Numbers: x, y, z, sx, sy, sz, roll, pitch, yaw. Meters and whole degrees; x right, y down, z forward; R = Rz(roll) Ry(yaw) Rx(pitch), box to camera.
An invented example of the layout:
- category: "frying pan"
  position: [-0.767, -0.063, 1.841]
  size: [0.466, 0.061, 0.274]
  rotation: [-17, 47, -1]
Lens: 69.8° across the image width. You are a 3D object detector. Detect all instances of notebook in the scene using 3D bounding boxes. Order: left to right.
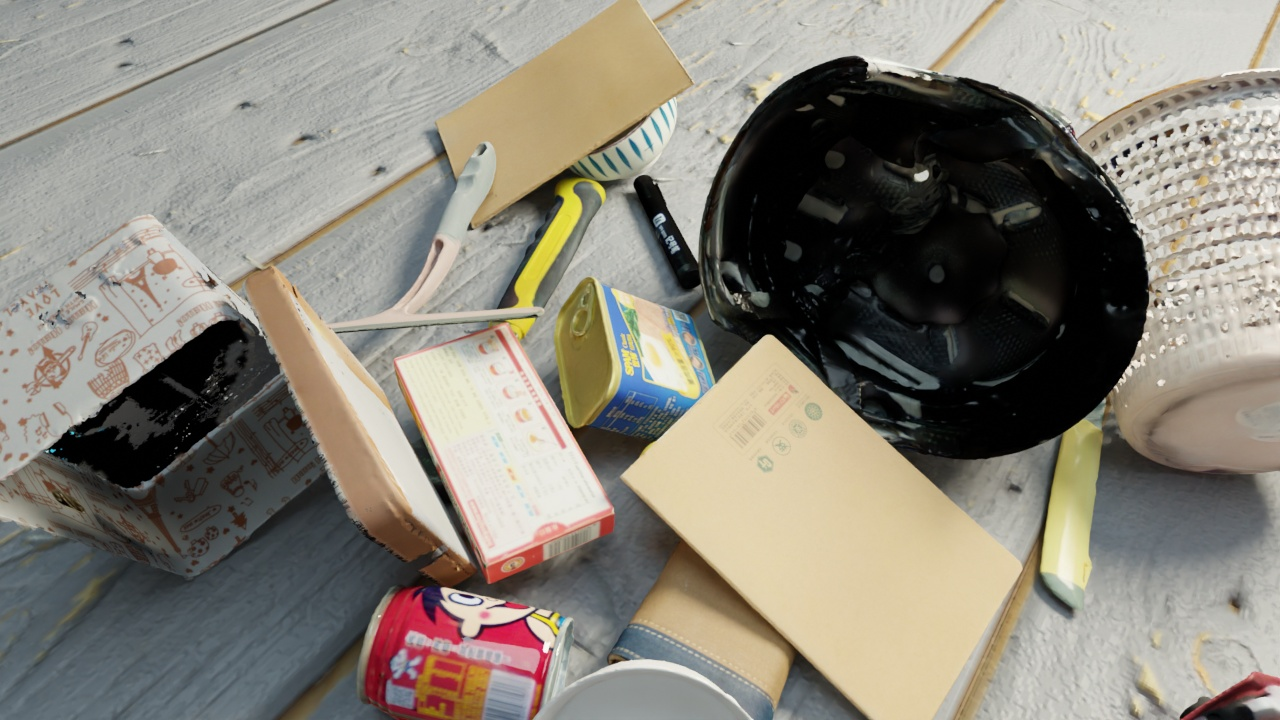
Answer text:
- category: "notebook"
  position: [-0.072, -0.213, 0.770]
  size: [0.212, 0.012, 0.149]
  rotation: [-31, 51, 9]
- category: "notebook"
  position: [0.109, 0.094, 0.525]
  size: [0.207, 0.008, 0.147]
  rotation: [43, 57, 8]

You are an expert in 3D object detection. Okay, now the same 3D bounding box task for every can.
- category: "can"
  position: [-0.086, 0.151, 0.459]
  size: [0.094, 0.067, 0.066]
  rotation: [11, 47, 5]
- category: "can"
  position: [-0.004, 0.003, 0.594]
  size: [0.083, 0.057, 0.102]
  rotation: [17, 40, -30]

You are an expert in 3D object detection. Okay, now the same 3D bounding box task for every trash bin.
- category: "trash bin"
  position: [0.387, -0.040, 0.602]
  size: [0.227, 0.228, 0.191]
  rotation: [8, 59, 2]

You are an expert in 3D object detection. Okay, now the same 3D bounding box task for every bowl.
- category: "bowl"
  position: [-0.019, -0.199, 0.782]
  size: [0.117, 0.066, 0.116]
  rotation: [-15, 54, 21]
- category: "bowl"
  position: [0.003, 0.185, 0.428]
  size: [0.118, 0.118, 0.064]
  rotation: [7, 7, 1]

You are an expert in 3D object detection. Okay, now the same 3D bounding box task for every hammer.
- category: "hammer"
  position: [-0.087, -0.031, 0.656]
  size: [0.126, 0.032, 0.322]
  rotation: [14, 47, 8]

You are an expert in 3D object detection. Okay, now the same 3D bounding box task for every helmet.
- category: "helmet"
  position: [0.183, -0.069, 0.612]
  size: [0.274, 0.230, 0.156]
  rotation: [31, 21, 17]
- category: "helmet"
  position: [0.277, 0.244, 0.359]
  size: [0.240, 0.144, 0.206]
  rotation: [-10, 46, 5]

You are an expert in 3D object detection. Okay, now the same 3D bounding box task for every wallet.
- category: "wallet"
  position: [0.046, 0.142, 0.505]
  size: [0.090, 0.033, 0.115]
  rotation: [24, 48, 13]

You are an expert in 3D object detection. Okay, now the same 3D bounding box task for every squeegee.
- category: "squeegee"
  position: [-0.150, -0.087, 0.682]
  size: [0.248, 0.040, 0.248]
  rotation: [-4, 41, 19]

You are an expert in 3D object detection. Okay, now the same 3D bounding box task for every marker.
- category: "marker"
  position: [0.022, -0.106, 0.746]
  size: [0.022, 0.020, 0.132]
  rotation: [14, 37, -34]

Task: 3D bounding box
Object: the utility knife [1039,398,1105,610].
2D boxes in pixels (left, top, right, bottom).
- category: "utility knife"
  position: [0.288, 0.073, 0.600]
  size: [0.031, 0.021, 0.206]
  rotation: [24, 55, 11]

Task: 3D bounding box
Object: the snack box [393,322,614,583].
- category: "snack box"
  position: [-0.083, 0.048, 0.540]
  size: [0.077, 0.027, 0.155]
  rotation: [-20, 54, -19]

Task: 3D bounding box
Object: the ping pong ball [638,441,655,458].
- category: "ping pong ball"
  position: [0.017, 0.068, 0.565]
  size: [0.040, 0.040, 0.040]
  rotation: [3, 47, -3]

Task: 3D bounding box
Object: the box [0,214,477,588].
- category: "box"
  position: [-0.189, 0.059, 0.454]
  size: [0.156, 0.183, 0.193]
  rotation: [-40, 69, -11]

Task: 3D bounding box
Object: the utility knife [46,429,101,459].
- category: "utility knife"
  position: [-0.352, 0.041, 0.570]
  size: [0.034, 0.018, 0.203]
  rotation: [24, 50, 21]
